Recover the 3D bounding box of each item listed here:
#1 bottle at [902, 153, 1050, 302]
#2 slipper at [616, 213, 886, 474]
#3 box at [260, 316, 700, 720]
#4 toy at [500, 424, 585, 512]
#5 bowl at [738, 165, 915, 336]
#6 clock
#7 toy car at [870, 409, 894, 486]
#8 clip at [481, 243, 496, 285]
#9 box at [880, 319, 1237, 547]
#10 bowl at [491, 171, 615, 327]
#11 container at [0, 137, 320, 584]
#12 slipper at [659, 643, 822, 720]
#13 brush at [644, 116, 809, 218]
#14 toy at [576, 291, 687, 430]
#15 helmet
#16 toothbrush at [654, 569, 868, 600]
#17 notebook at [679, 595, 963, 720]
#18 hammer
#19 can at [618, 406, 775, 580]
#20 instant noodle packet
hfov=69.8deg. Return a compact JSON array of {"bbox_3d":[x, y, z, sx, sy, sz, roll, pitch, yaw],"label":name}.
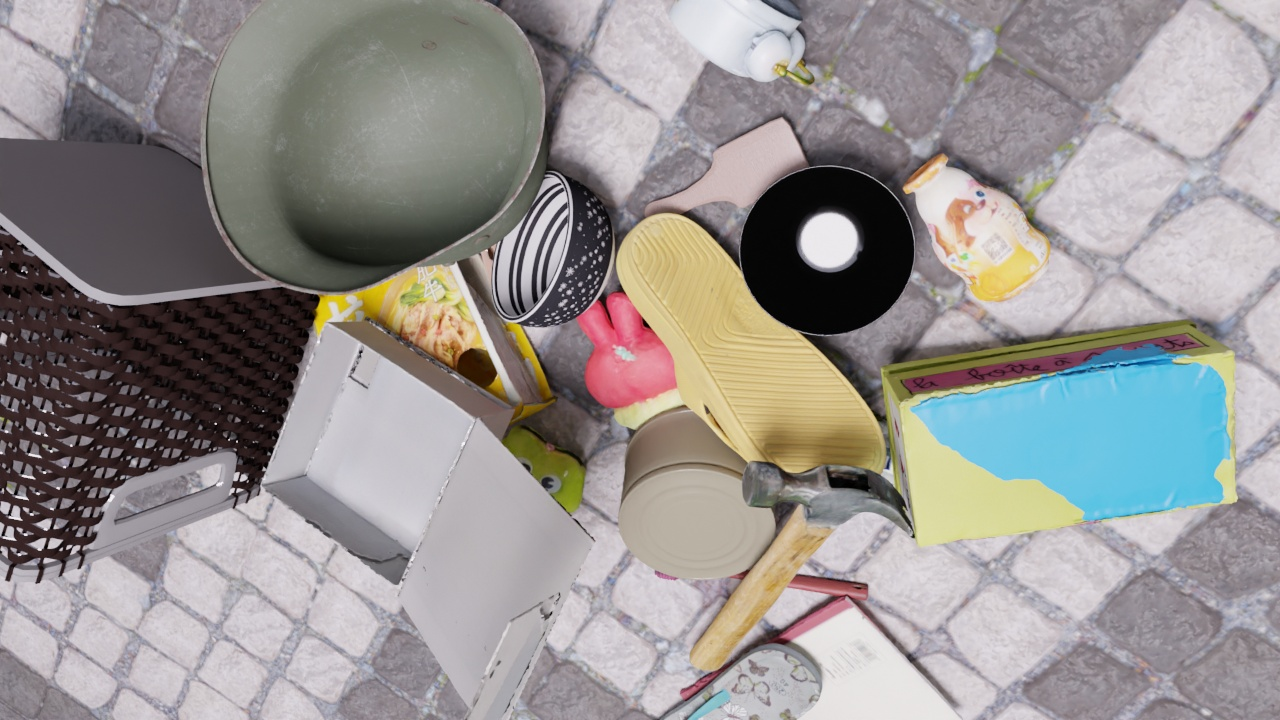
[{"bbox_3d":[0.233,-0.094,0.642,0.063,0.063,0.109,-40,94,25],"label":"bottle"},{"bbox_3d":[0.073,0.005,0.705,0.263,0.099,0.079,52,155,8],"label":"slipper"},{"bbox_3d":[-0.123,0.132,0.675,0.419,0.108,0.166,33,105,30],"label":"box"},{"bbox_3d":[-0.101,0.119,0.830,0.092,0.043,0.118,30,117,3],"label":"toy"},{"bbox_3d":[0.138,-0.085,0.679,0.124,0.052,0.124,5,110,14],"label":"bowl"},{"bbox_3d":[0.075,-0.230,0.629,0.117,0.083,0.057,41,120,3],"label":"clock"},{"bbox_3d":[0.203,0.078,0.732,0.105,0.033,0.048,25,116,8],"label":"toy car"},{"bbox_3d":[-0.109,-0.080,0.771,0.045,0.025,0.061,-15,101,21],"label":"clip"},{"bbox_3d":[0.294,0.052,0.655,0.221,0.079,0.124,-12,108,7],"label":"box"},{"bbox_3d":[-0.059,-0.080,0.719,0.066,0.120,0.120,15,121,-34],"label":"bowl"},{"bbox_3d":[-0.444,-0.019,0.759,0.245,0.246,0.244,35,112,14],"label":"container"},{"bbox_3d":[0.066,0.356,0.850,0.098,0.054,0.269,35,121,7],"label":"slipper"},{"bbox_3d":[0.062,-0.137,0.706,0.136,0.015,0.050,-22,103,28],"label":"brush"},{"bbox_3d":[-0.004,0.004,0.758,0.092,0.045,0.135,-25,106,21],"label":"toy"},{"bbox_3d":[-0.167,-0.159,0.682,0.268,0.153,0.227,-6,88,24],"label":"helmet"},{"bbox_3d":[0.104,0.195,0.813,0.190,0.016,0.016,4,115,15],"label":"toothbrush"},{"bbox_3d":[0.157,0.314,0.835,0.153,0.012,0.209,47,119,-4],"label":"notebook"},{"bbox_3d":[0.100,0.177,0.726,0.132,0.033,0.331,5,142,-13],"label":"hammer"},{"bbox_3d":[0.047,0.109,0.746,0.128,0.073,0.128,3,126,4],"label":"can"},{"bbox_3d":[-0.197,-0.025,0.797,0.163,0.084,0.221,-27,89,22],"label":"instant noodle packet"}]
